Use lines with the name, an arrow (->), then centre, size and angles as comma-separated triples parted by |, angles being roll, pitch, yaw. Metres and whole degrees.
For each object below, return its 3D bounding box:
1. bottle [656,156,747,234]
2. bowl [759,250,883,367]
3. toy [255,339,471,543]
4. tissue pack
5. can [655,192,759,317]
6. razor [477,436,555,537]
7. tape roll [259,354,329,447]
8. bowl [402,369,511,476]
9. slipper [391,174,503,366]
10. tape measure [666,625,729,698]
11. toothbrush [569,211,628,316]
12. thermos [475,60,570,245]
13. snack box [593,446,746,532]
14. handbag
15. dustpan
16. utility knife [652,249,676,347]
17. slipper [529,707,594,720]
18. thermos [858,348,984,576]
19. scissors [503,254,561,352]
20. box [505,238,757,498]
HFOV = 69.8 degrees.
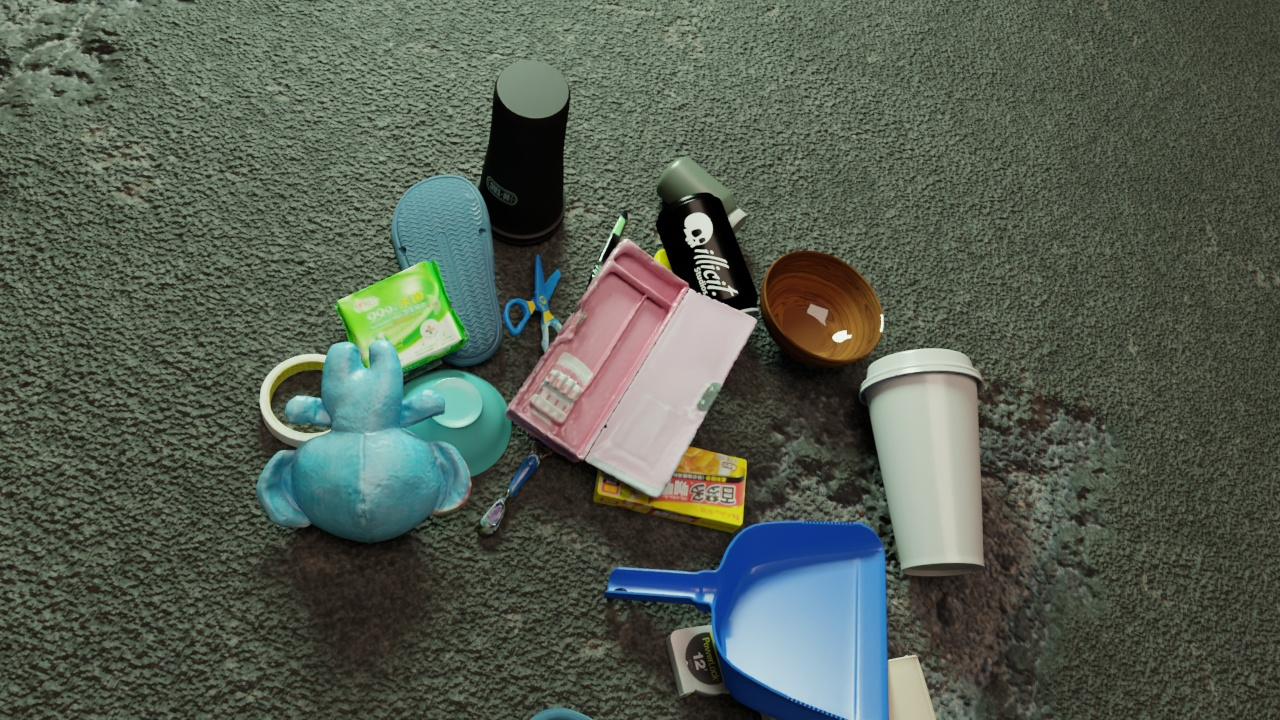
bottle -> 0.074, -0.193, 1.108 | 0.108, 0.060, 0.060 | 42, 58, 9
bowl -> 0.197, -0.047, 1.055 | 0.147, 0.069, 0.147 | 9, 59, -15
toy -> -0.248, 0.074, 0.828 | 0.183, 0.115, 0.180 | -4, 82, -8
tissue pack -> -0.236, -0.035, 0.911 | 0.114, 0.034, 0.099 | -25, 80, -3
can -> 0.076, -0.109, 1.035 | 0.080, 0.080, 0.146 | -15, 79, -24
razor -> -0.115, 0.114, 0.897 | 0.044, 0.018, 0.140 | 32, 57, 2
tape roll -> -0.314, 0.039, 0.879 | 0.094, 0.019, 0.093 | 7, 59, -13
bowl -> -0.183, 0.051, 0.895 | 0.121, 0.046, 0.121 | 8, 59, -13
slipper -> -0.203, -0.094, 0.969 | 0.103, 0.059, 0.213 | -11, 78, -12
tape measure -> 0.059, 0.281, 0.855 | 0.065, 0.017, 0.064 | -5, 63, -20
toothbrush -> -0.045, -0.109, 1.050 | 0.014, 0.017, 0.187 | 27, 55, -8
thermos -> -0.122, -0.216, 0.972 | 0.106, 0.219, 0.105 | 4, 67, -10
snack box -> 0.032, 0.122, 0.933 | 0.152, 0.025, 0.075 | 14, 58, -9
handbag -> 0.164, 0.366, 0.803 | 0.197, 0.101, 0.194 | -7, 63, -7
dustpan -> 0.095, 0.231, 0.845 | 0.258, 0.060, 0.244 | 0, 32, 14
utility knife -> 0.026, -0.047, 1.033 | 0.028, 0.020, 0.186 | 10, 57, -11
slipper -> -0.008, 0.364, 0.759 | 0.214, 0.059, 0.103 | 33, 61, 8
thermos -> 0.307, 0.110, 0.974 | 0.131, 0.132, 0.221 | 6, 67, -14
scissors -> -0.100, -0.059, 0.996 | 0.097, 0.020, 0.132 | 46, 40, -20
box -> -0.006, 0.008, 0.939 | 0.180, 0.051, 0.232 | 32, 66, 2
